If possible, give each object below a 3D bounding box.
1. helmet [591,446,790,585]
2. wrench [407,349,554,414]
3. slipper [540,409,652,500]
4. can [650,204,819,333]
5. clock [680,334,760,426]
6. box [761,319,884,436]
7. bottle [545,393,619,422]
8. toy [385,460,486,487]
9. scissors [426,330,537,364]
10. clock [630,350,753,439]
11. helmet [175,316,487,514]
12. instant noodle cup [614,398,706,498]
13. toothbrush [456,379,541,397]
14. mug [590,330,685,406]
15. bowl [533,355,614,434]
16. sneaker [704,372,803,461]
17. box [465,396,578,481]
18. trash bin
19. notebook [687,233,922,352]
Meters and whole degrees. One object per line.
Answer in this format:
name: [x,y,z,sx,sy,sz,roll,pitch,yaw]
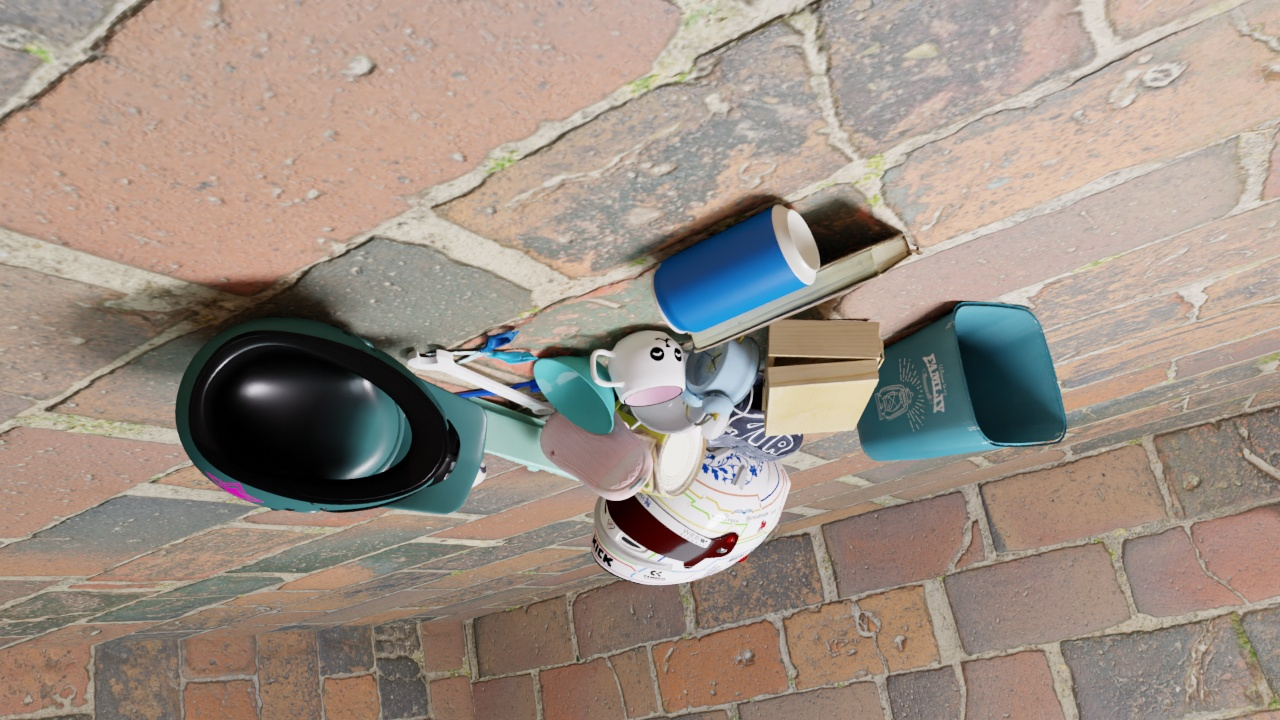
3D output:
helmet: [0.085,0.217,1.478,0.313,0.231,0.237,-2,127,-36]
wrench: [-0.179,0.030,1.095,0.047,0.009,0.273,-13,159,23]
slipper: [-0.057,0.108,1.150,0.106,0.221,0.056,-45,127,-7]
can: [0.088,-0.083,0.861,0.146,0.079,0.078,-23,158,29]
clock: [0.088,0.019,1.070,0.051,0.124,0.089,22,-178,-28]
box: [0.214,0.031,1.127,0.128,0.091,0.249,5,164,7]
bottle: [-0.075,0.075,1.283,0.123,0.033,0.033,-16,161,14]
toy: [-0.326,0.155,1.283,0.209,0.085,0.138,-9,163,-2]
scissors: [-0.172,-0.012,1.016,0.127,0.014,0.127,1,161,-18]
clock: [0.060,0.040,1.144,0.159,0.119,0.061,-5,169,12]
helmet: [-0.281,0.061,0.858,0.274,0.176,0.200,17,172,-10]
instant noodle cup: [0.019,0.117,1.238,0.098,0.146,0.146,15,178,34]
toothbrush: [-0.201,0.042,1.147,0.186,0.011,0.017,-9,161,-9]
mug: [-0.006,0.006,1.062,0.123,0.076,0.090,2,157,-35]
bowl: [-0.067,0.029,1.099,0.046,0.121,0.121,-48,178,-28]
sneaker: [0.185,0.072,1.344,0.252,0.097,0.151,15,146,-42]
box: [-0.171,0.111,1.214,0.078,0.112,0.187,-42,143,20]
trash bin: [0.430,0.047,1.287,0.198,0.196,0.219,2,163,-32]
notebook: [0.175,-0.075,0.958,0.216,0.034,0.189,-23,-179,31]
